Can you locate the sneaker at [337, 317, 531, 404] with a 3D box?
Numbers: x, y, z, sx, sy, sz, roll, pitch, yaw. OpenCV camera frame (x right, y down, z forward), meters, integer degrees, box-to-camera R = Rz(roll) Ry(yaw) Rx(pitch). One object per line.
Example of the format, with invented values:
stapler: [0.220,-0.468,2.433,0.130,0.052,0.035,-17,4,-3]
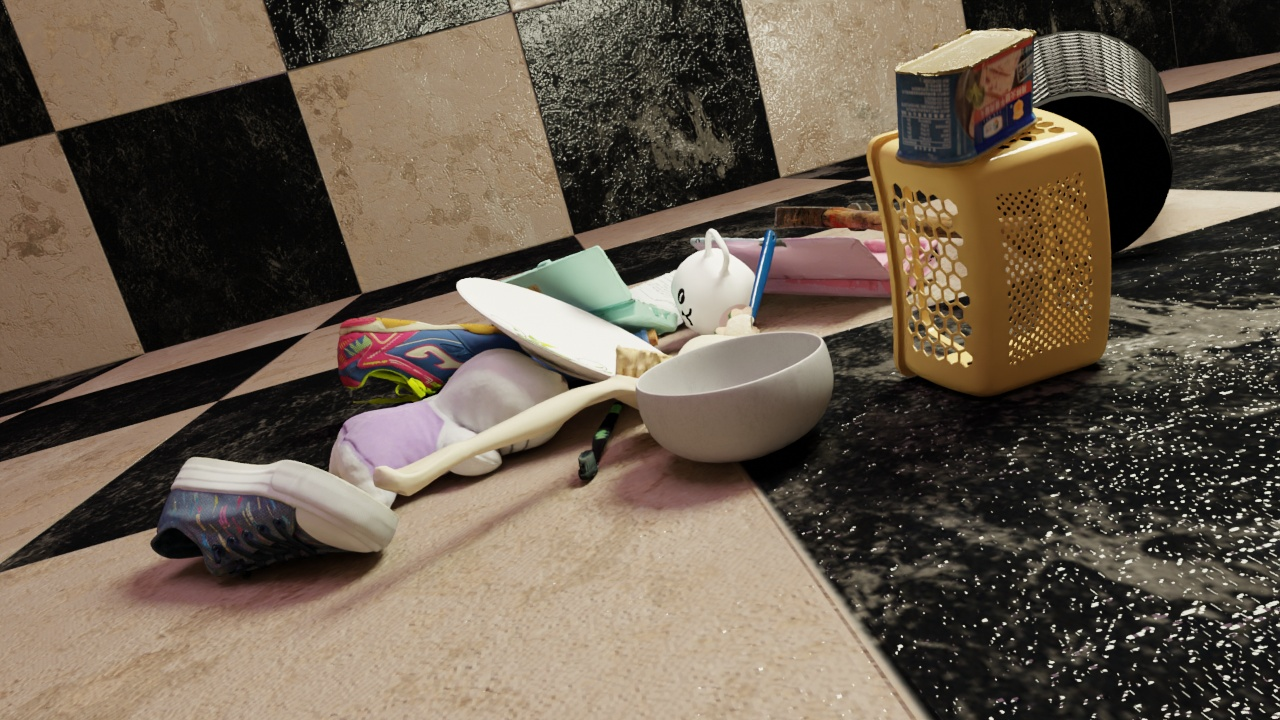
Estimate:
sneaker: [-0.229,0.005,1.065,0.241,0.091,0.116,3,-6,-29]

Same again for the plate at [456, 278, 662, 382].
plate: [-0.064,-0.013,0.836,0.229,0.030,0.229,24,11,-5]

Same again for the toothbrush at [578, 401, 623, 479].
toothbrush: [-0.030,0.058,0.745,0.014,0.017,0.187,-4,13,8]

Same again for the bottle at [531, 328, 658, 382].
bottle: [-0.046,-0.009,0.965,0.131,0.048,0.048,-14,13,4]

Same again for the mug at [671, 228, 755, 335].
mug: [0.082,-0.081,0.971,0.090,0.124,0.076,-19,48,-16]

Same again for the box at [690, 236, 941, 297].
box: [0.189,-0.103,1.017,0.172,0.075,0.234,-3,7,-40]

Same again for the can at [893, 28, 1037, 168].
can: [0.201,-0.164,0.565,0.099,0.059,0.054,-31,34,-30]

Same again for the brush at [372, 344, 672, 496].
brush: [-0.064,0.042,0.645,0.271,0.077,0.062,-16,-1,-42]

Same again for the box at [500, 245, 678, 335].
box: [-0.066,-0.055,1.002,0.187,0.138,0.056,-14,51,46]

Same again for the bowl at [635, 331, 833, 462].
bowl: [0.068,0.031,0.635,0.132,0.064,0.131,-14,13,3]

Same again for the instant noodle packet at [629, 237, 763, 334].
instant noodle packet: [0.068,-0.084,1.159,0.268,0.057,0.147,-25,29,-22]

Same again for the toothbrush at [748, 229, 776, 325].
toothbrush: [0.107,-0.059,0.887,0.017,0.016,0.189,-15,41,36]

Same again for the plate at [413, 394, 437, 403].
plate: [-0.213,0.049,0.938,0.173,0.019,0.172,-19,4,1]

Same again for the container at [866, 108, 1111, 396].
container: [0.238,-0.083,0.658,0.129,0.183,0.167,-17,21,-7]

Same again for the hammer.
hammer: [0.261,-0.135,0.910,0.119,0.033,0.330,-5,12,-21]

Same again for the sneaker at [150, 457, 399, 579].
sneaker: [-0.268,0.122,0.658,0.236,0.087,0.079,-1,53,36]

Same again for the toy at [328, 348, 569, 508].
toy: [-0.159,0.053,0.770,0.208,0.085,0.138,-27,15,-24]

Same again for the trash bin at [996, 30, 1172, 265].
trash bin: [0.445,-0.216,0.958,0.217,0.217,0.242,-9,21,26]

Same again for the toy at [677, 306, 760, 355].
toy: [0.069,-0.003,0.802,0.087,0.050,0.112,-1,25,43]
